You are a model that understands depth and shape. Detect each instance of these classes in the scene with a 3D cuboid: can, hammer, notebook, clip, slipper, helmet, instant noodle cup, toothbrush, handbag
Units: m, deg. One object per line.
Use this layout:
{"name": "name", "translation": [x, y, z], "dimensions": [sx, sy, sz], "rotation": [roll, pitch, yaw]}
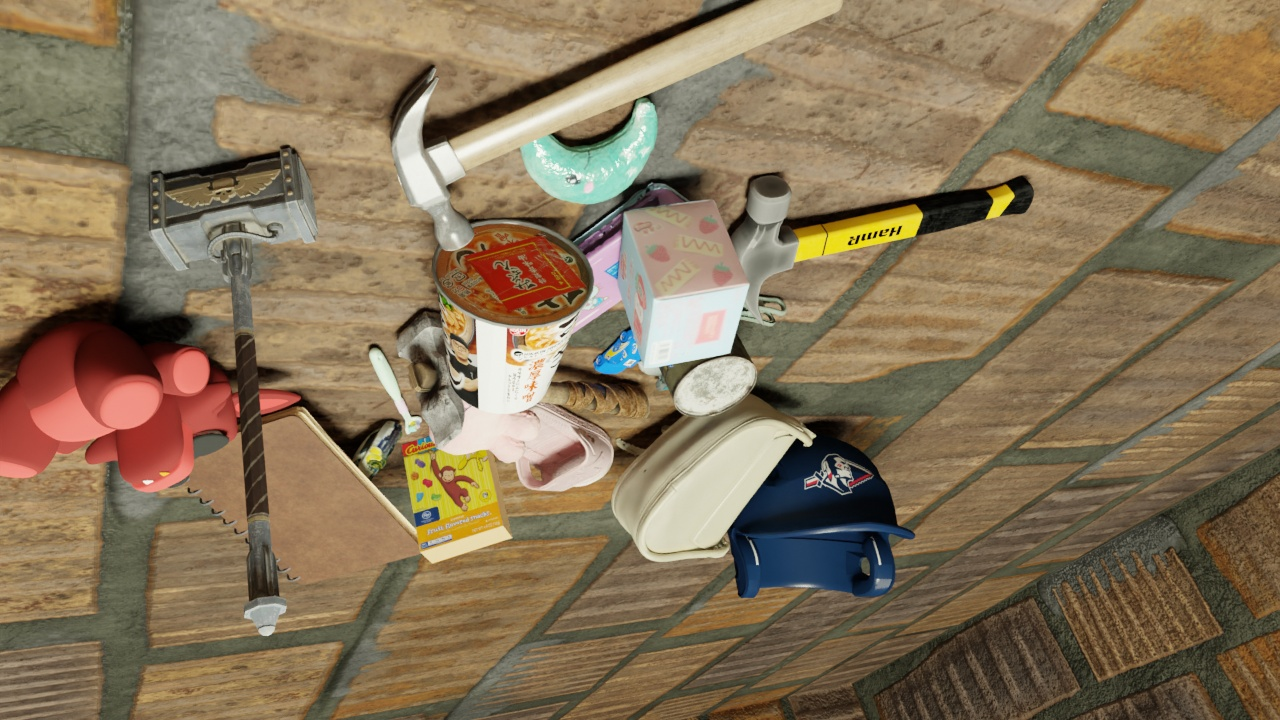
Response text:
{"name": "can", "translation": [0.064, 0.001, 0.941], "dimensions": [0.089, 0.074, 0.090], "rotation": [-14, 140, -12]}
{"name": "hammer", "translation": [-0.095, 0.032, 0.902], "dimensions": [0.049, 0.121, 0.318], "rotation": [-37, 153, 28]}
{"name": "notebook", "translation": [-0.345, 0.143, 0.921], "dimensions": [0.168, 0.024, 0.225], "rotation": [-17, 130, 14]}
{"name": "hammer", "translation": [0.233, -0.124, 0.874], "dimensions": [0.324, 0.034, 0.170], "rotation": [-14, 144, -14]}
{"name": "hammer", "translation": [-0.236, 0.008, 0.551], "dimensions": [0.098, 0.321, 0.044], "rotation": [-14, 150, -8]}
{"name": "clip", "translation": [0.116, -0.054, 0.942], "dimensions": [0.076, 0.023, 0.044], "rotation": [8, 142, -35]}
{"name": "slipper", "translation": [-0.097, 0.107, 1.047], "dimensions": [0.094, 0.064, 0.239], "rotation": [-26, 148, 12]}
{"name": "helmet", "translation": [0.236, 0.207, 1.223], "dimensions": [0.232, 0.223, 0.273], "rotation": [3, 175, -15]}
{"name": "instant noodle cup", "translation": [-0.109, -0.028, 0.743], "dimensions": [0.123, 0.123, 0.122], "rotation": [-6, 139, -21]}
{"name": "hammer", "translation": [-0.015, -0.187, 0.629], "dimensions": [0.331, 0.030, 0.119], "rotation": [-22, 132, 2]}
{"name": "toothbrush", "translation": [-0.239, 0.031, 0.892], "dimensions": [0.022, 0.015, 0.155], "rotation": [-50, 160, -23]}
{"name": "handbag", "translation": [0.080, 0.132, 1.125], "dimensions": [0.184, 0.132, 0.229], "rotation": [30, 102, -39]}

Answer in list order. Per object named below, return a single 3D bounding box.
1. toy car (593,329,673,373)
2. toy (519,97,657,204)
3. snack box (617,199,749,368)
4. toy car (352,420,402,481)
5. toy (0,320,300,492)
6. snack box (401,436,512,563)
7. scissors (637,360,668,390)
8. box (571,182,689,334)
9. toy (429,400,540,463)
{"name": "toy car", "translation": [-0.005, 0.005, 0.931], "dimensions": [0.033, 0.061, 0.092], "rotation": [11, 139, -40]}
{"name": "toy", "translation": [-0.039, -0.154, 0.687], "dimensions": [0.105, 0.033, 0.085], "rotation": [-10, 138, -13]}
{"name": "snack box", "translation": [0.031, -0.062, 0.742], "dimensions": [0.079, 0.094, 0.093], "rotation": [-11, 147, -12]}
{"name": "toy car", "translation": [-0.282, 0.104, 0.959], "dimensions": [0.033, 0.047, 0.106], "rotation": [31, 130, -12]}
{"name": "toy", "translation": [-0.398, 0.044, 0.738], "dimensions": [0.158, 0.120, 0.197], "rotation": [-27, 157, 10]}
{"name": "snack box", "translation": [-0.197, 0.140, 0.982], "dimensions": [0.088, 0.125, 0.040], "rotation": [-18, 150, -2]}
{"name": "scissors", "translation": [0.044, 0.024, 1.029], "dimensions": [0.136, 0.019, 0.138], "rotation": [-14, 143, -18]}
{"name": "box", "translation": [-0.042, -0.077, 0.808], "dimensions": [0.215, 0.033, 0.076], "rotation": [-33, 145, 24]}
{"name": "toy", "translation": [-0.156, 0.063, 0.931], "dimensions": [0.105, 0.053, 0.109], "rotation": [25, 123, -20]}
